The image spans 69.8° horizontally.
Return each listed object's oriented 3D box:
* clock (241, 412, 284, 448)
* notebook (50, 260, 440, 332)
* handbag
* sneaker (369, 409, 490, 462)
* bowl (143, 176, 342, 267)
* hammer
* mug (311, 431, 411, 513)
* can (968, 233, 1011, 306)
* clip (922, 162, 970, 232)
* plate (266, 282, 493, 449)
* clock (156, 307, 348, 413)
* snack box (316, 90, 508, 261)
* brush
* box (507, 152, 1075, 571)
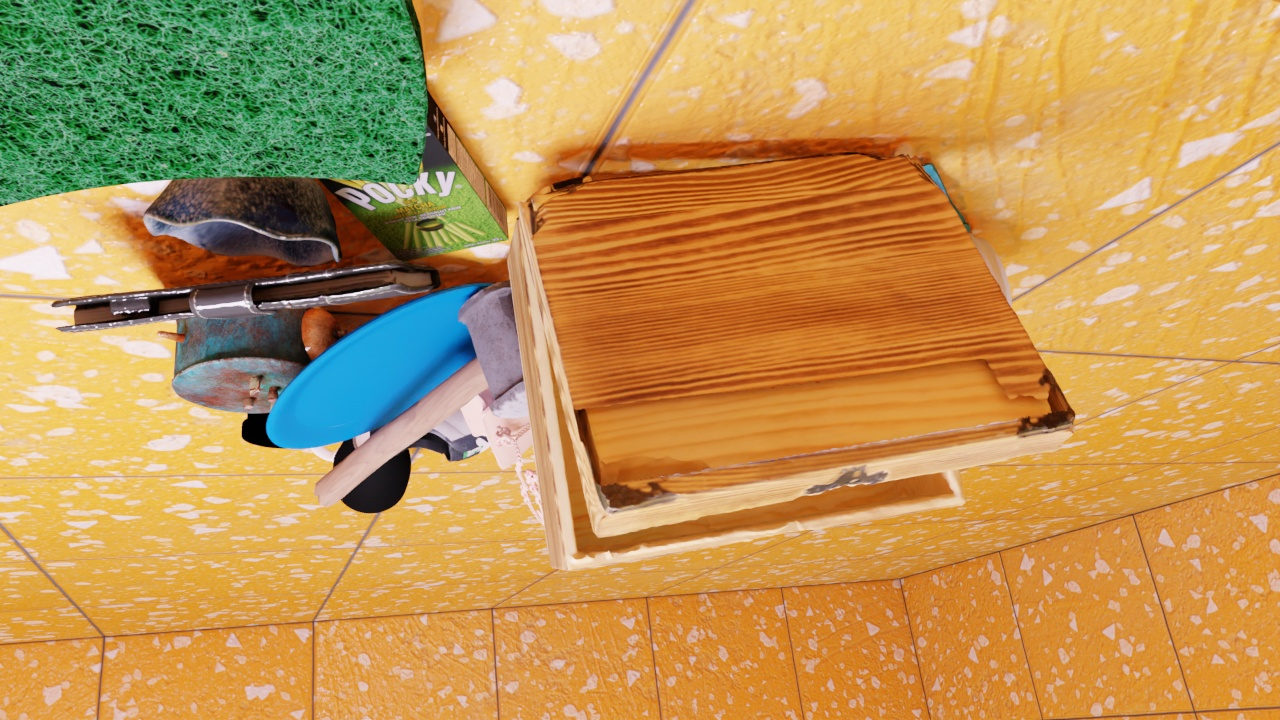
[{"bbox_3d":[-0.338,0.055,0.921,0.120,0.042,0.091,-3,159,-11],"label":"clock"},{"bbox_3d":[-0.252,-0.045,0.623,0.209,0.029,0.169,-9,-173,-2],"label":"notebook"},{"bbox_3d":[-0.073,0.070,0.849,0.116,0.187,0.199,-37,161,-16],"label":"handbag"},{"bbox_3d":[-0.162,0.066,0.957,0.235,0.079,0.084,-1,157,-17],"label":"sneaker"},{"bbox_3d":[-0.229,-0.092,0.541,0.110,0.055,0.110,6,176,0],"label":"bowl"},{"bbox_3d":[-0.186,0.049,0.772,0.329,0.098,0.052,-33,162,34],"label":"hammer"},{"bbox_3d":[-0.316,0.107,1.033,0.119,0.084,0.100,25,141,-2],"label":"mug"},{"bbox_3d":[0.223,-0.046,0.759,0.140,0.087,0.088,-18,158,5],"label":"can"},{"bbox_3d":[0.218,-0.108,0.675,0.033,0.120,0.119,-21,122,29],"label":"clip"},{"bbox_3d":[-0.204,0.000,0.755,0.224,0.024,0.224,-33,168,-8],"label":"plate"},{"bbox_3d":[-0.300,0.002,0.755,0.157,0.073,0.121,-2,159,-16],"label":"clock"},{"bbox_3d":[-0.145,-0.112,0.576,0.080,0.025,0.147,-10,159,8],"label":"snack box"},{"bbox_3d":[-0.219,-0.150,0.381,0.250,0.075,0.195,-5,159,-6],"label":"brush"},{"bbox_3d":[0.070,-0.017,0.586,0.279,0.258,0.221,-7,169,-12],"label":"box"}]
